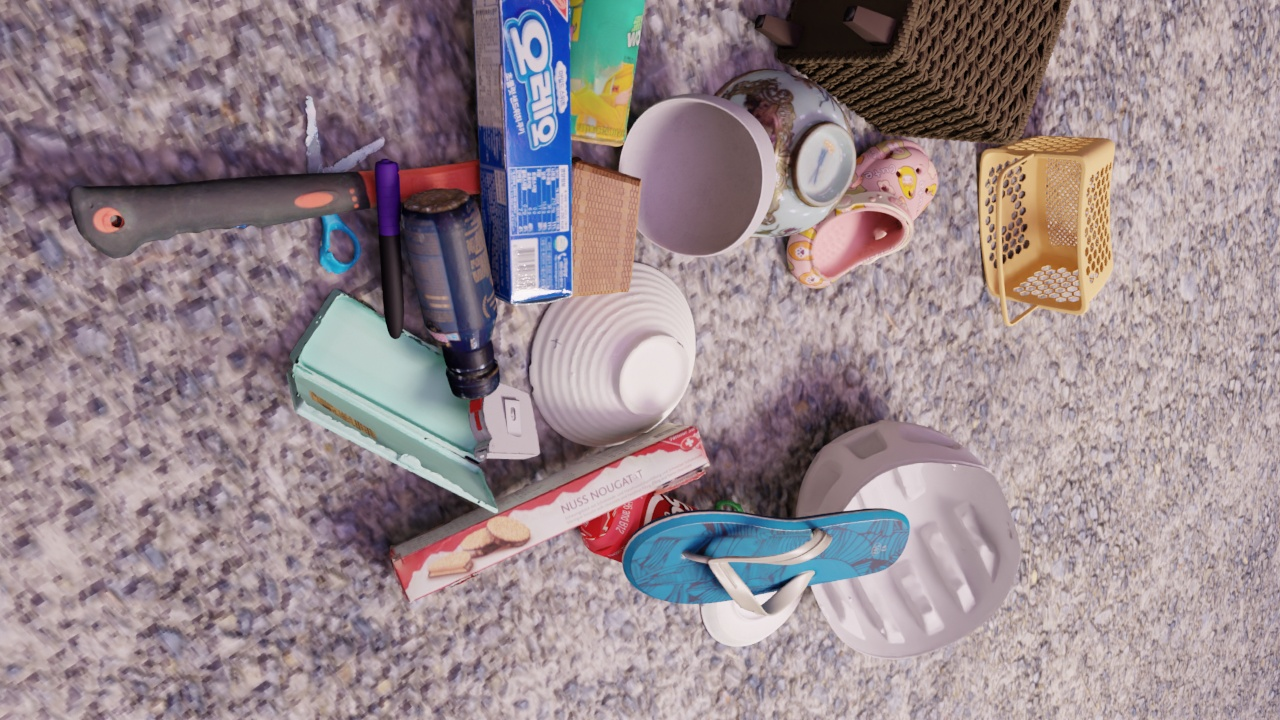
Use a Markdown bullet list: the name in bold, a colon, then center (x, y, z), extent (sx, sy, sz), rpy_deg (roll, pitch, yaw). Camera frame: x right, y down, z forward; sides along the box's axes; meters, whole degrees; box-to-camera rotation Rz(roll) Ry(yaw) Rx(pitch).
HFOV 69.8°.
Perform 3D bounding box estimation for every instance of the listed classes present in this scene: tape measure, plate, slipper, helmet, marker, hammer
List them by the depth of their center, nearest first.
- **hammer**: center (-0.212, -0.119, 0.651), extent (0.332, 0.033, 0.133), rpy_deg (-16, 115, -34)
- **marker**: center (-0.179, -0.078, 0.662), extent (0.018, 0.015, 0.134), rpy_deg (-37, 136, -55)
- **tape measure**: center (-0.110, 0.050, 0.745), extent (0.060, 0.020, 0.062), rpy_deg (10, 65, -54)
- **slipper**: center (0.126, 0.193, 0.855), extent (0.294, 0.060, 0.118), rpy_deg (-1, 128, -17)
- **slipper**: center (0.234, -0.146, 0.919), extent (0.197, 0.081, 0.093), rpy_deg (-39, 122, -14)
- **helmet**: center (0.287, 0.197, 0.995), extent (0.224, 0.183, 0.282), rpy_deg (-28, 103, 9)
- **plate**: center (0.134, 0.252, 1.031), extent (0.156, 0.014, 0.157), rpy_deg (-11, 111, -30)

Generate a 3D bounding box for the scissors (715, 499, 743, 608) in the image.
- **scissors**: center (0.088, 0.212, 0.975), extent (0.121, 0.012, 0.128), rpy_deg (-19, 103, -19)

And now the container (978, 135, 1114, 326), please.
- **container**: center (0.441, -0.148, 1.024), extent (0.166, 0.129, 0.183), rpy_deg (-31, 121, -30)

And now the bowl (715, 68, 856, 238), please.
- **bowl**: center (0.138, -0.182, 0.834), extent (0.159, 0.094, 0.160), rpy_deg (-12, 113, -30)

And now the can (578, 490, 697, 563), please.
- **can**: center (0.011, 0.165, 0.882), extent (0.142, 0.074, 0.074), rpy_deg (28, 90, -36)

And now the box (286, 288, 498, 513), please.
- **box**: center (-0.174, 0.033, 0.712), extent (0.187, 0.109, 0.078), rpy_deg (36, 103, -34)

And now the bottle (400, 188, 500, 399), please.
- **bottle**: center (-0.136, -0.046, 0.683), extent (0.056, 0.056, 0.161), rpy_deg (-22, 124, -26)

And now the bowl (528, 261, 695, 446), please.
- **bowl**: center (-0.005, 0.005, 0.820), extent (0.177, 0.071, 0.177), rpy_deg (-11, 112, -30)

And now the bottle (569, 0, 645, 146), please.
- **bottle**: center (-0.031, -0.275, 0.707), extent (0.068, 0.068, 0.210), rpy_deg (0, 106, -33)

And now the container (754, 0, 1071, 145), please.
- **container**: center (0.254, -0.380, 0.796), extent (0.204, 0.176, 0.321), rpy_deg (13, 98, -32)

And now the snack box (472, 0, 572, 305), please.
- **snack box**: center (-0.086, -0.157, 0.679), extent (0.059, 0.059, 0.226), rpy_deg (-11, 111, -30)

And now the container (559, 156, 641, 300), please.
- **container**: center (-0.034, -0.106, 0.752), extent (0.061, 0.063, 0.114), rpy_deg (6, 105, 0)

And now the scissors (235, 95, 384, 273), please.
- **scissors**: center (-0.240, -0.124, 0.655), extent (0.128, 0.014, 0.127), rpy_deg (-7, 108, -34)

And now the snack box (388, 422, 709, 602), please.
- **snack box**: center (-0.076, 0.125, 0.780), extent (0.272, 0.077, 0.044), rpy_deg (-23, 94, -15)

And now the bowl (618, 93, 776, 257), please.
- **bowl**: center (0.053, -0.157, 0.775), extent (0.064, 0.132, 0.132), rpy_deg (-35, 129, -58)
